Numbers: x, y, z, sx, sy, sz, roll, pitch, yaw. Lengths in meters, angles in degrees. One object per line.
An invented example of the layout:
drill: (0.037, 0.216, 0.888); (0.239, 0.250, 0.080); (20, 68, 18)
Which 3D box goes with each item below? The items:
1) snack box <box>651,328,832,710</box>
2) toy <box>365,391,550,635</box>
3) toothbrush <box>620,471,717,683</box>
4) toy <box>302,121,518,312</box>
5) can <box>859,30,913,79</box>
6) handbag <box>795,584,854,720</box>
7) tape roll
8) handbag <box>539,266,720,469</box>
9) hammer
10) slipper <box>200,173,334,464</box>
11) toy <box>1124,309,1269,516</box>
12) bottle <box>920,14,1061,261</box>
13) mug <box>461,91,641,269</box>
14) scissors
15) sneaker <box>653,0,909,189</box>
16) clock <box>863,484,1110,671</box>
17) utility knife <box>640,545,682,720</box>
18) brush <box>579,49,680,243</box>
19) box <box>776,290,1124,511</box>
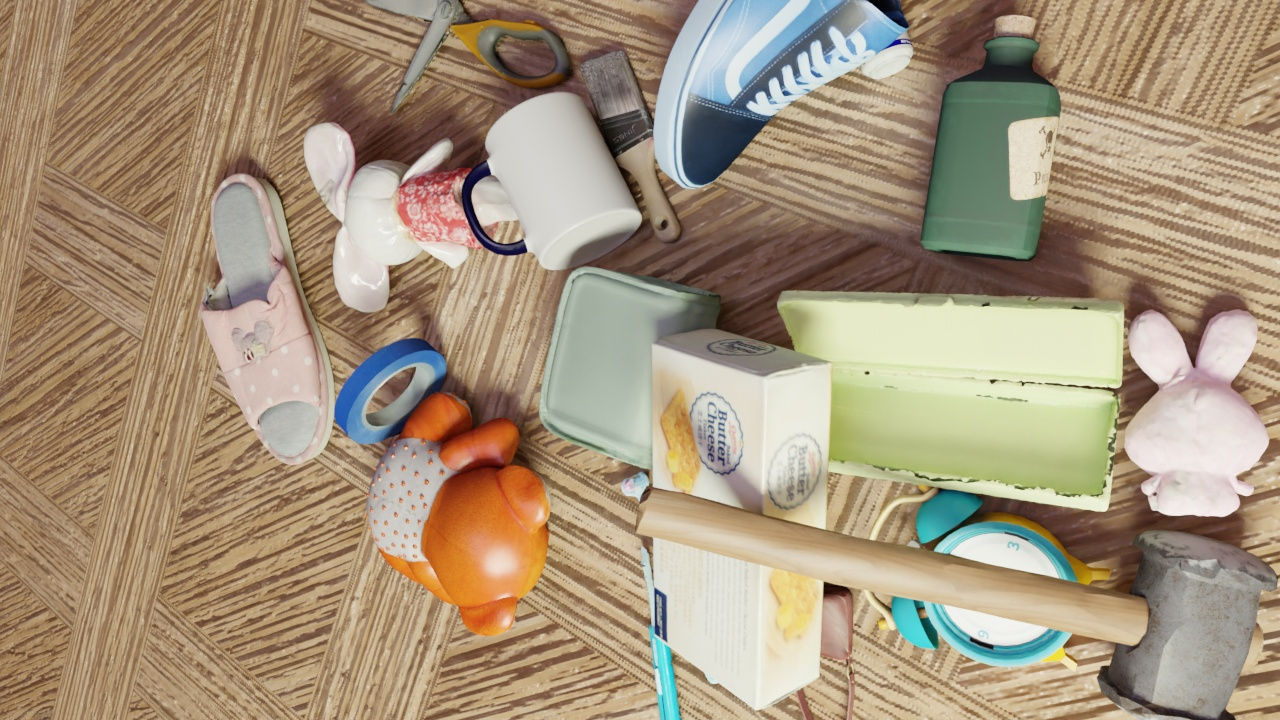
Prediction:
snack box: (0.059, 0.092, 0.562); (0.104, 0.057, 0.208); (19, 115, 52)
toy: (-0.132, 0.120, 0.700); (0.173, 0.092, 0.164); (23, 100, 39)
toothbrush: (0.024, 0.153, 0.649); (0.022, 0.016, 0.155); (-26, 79, 14)
toy: (-0.180, -0.118, 0.719); (0.195, 0.084, 0.159); (-5, 108, 26)
can: (0.138, -0.222, 0.563); (0.032, 0.032, 0.095); (-21, 81, 28)
handbag: (0.118, 0.207, 0.596); (0.055, 0.029, 0.119); (-7, 93, 31)
tape roll: (-0.196, 0.024, 0.723); (0.016, 0.091, 0.093); (41, 114, 22)
handbag: (-0.004, 0.004, 0.630); (0.106, 0.067, 0.122); (18, 100, 36)
hammer: (0.159, 0.115, 0.483); (0.328, 0.052, 0.098); (11, 98, 2)
slipper: (-0.344, -0.038, 0.824); (0.114, 0.054, 0.274); (-22, 81, 28)
toy: (0.290, 0.027, 0.481); (0.064, 0.047, 0.110); (2, 84, 21)
bottle: (0.200, -0.125, 0.516); (0.061, 0.061, 0.131); (10, 97, 26)
mug: (-0.069, -0.118, 0.644); (0.112, 0.079, 0.097); (-24, 78, -8)
scissors: (-0.132, -0.280, 0.720); (0.230, 0.016, 0.226); (40, 110, 22)
sneaker: (0.090, -0.188, 0.536); (0.098, 0.083, 0.242); (51, 128, 28)
clock: (0.197, 0.129, 0.539); (0.130, 0.043, 0.099); (17, 100, 20)
utility knife: (0.014, 0.213, 0.659); (0.022, 0.015, 0.161); (-18, 81, 58)
brush: (-0.004, -0.153, 0.656); (0.039, 0.012, 0.151); (-24, 80, 27)
box: (0.176, 0.016, 0.535); (0.188, 0.066, 0.127); (3, 108, 29)
